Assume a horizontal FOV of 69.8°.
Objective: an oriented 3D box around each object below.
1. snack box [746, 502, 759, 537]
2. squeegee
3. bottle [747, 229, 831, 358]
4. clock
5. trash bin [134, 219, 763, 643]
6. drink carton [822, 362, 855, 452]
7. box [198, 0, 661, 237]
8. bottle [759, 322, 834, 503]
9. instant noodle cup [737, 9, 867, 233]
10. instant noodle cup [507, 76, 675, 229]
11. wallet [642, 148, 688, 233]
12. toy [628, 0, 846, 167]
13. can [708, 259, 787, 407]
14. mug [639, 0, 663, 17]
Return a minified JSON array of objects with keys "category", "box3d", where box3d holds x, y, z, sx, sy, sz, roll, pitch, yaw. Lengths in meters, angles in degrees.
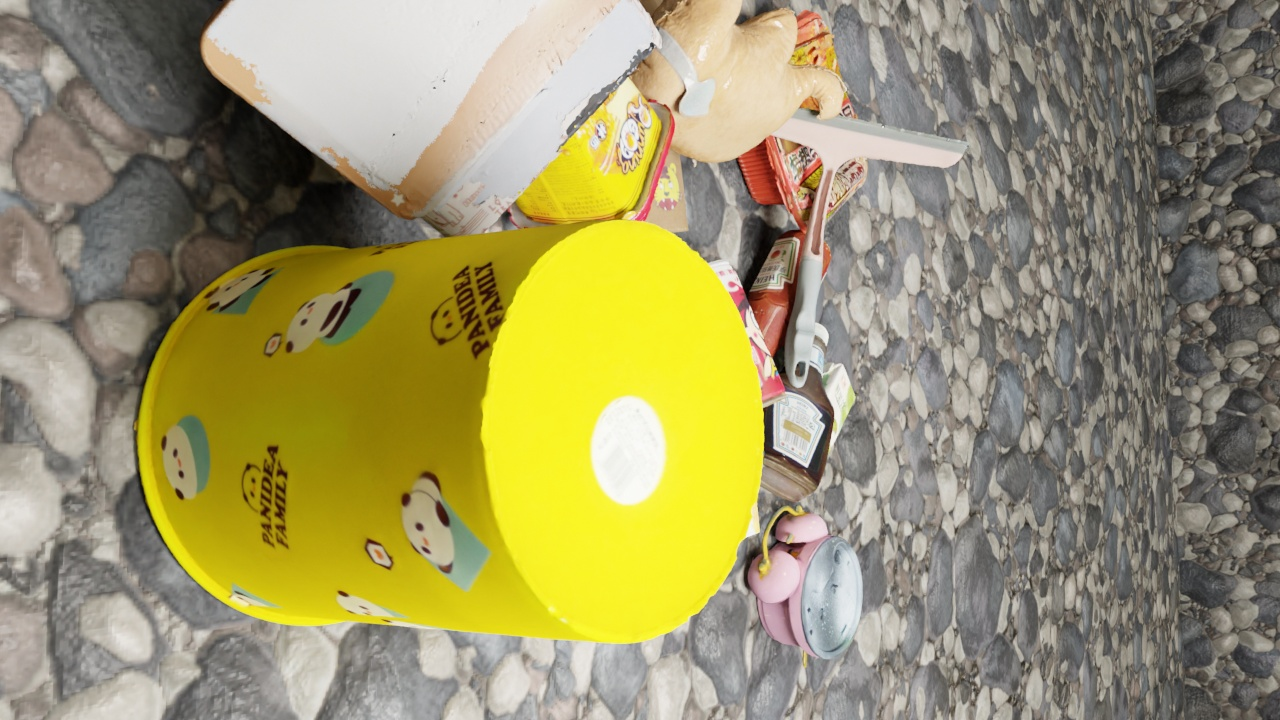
[{"category":"snack box","box3d":[0.048,0.125,0.804,0.156,0.027,0.084,-7,92,-48]},{"category":"squeegee","box3d":[0.161,-0.099,0.846,0.247,0.040,0.249,9,93,-12]},{"category":"bottle","box3d":[0.122,-0.036,0.880,0.060,0.060,0.205,48,59,-35]},{"category":"clock","box3d":[0.159,0.214,0.898,0.116,0.060,0.158,-47,122,-39]},{"category":"trash bin","box3d":[-0.091,0.037,0.479,0.229,0.256,0.229,5,83,-49]},{"category":"drink carton","box3d":[0.175,0.062,0.939,0.122,0.046,0.053,-57,132,-34]},{"category":"box","box3d":[-0.114,-0.183,0.476,0.183,0.156,0.192,-46,145,3]},{"category":"bottle","box3d":[0.149,0.040,0.878,0.080,0.044,0.194,31,48,-11]},{"category":"instant noodle cup","box3d":[0.150,-0.234,0.911,0.164,0.079,0.189,-44,120,-42]},{"category":"instant noodle cup","box3d":[-0.052,-0.160,0.631,0.123,0.116,0.116,51,50,-53]},{"category":"wallet","box3d":[0.003,-0.162,0.775,0.090,0.033,0.115,-16,102,-49]},{"category":"toy","box3d":[0.078,-0.222,0.747,0.225,0.144,0.082,6,44,-50]},{"category":"can","box3d":[0.079,-0.019,0.806,0.053,0.053,0.132,-13,79,-48]},{"category":"mug","box3d":[0.007,-0.322,0.767,0.103,0.084,0.124,59,21,-29]}]
